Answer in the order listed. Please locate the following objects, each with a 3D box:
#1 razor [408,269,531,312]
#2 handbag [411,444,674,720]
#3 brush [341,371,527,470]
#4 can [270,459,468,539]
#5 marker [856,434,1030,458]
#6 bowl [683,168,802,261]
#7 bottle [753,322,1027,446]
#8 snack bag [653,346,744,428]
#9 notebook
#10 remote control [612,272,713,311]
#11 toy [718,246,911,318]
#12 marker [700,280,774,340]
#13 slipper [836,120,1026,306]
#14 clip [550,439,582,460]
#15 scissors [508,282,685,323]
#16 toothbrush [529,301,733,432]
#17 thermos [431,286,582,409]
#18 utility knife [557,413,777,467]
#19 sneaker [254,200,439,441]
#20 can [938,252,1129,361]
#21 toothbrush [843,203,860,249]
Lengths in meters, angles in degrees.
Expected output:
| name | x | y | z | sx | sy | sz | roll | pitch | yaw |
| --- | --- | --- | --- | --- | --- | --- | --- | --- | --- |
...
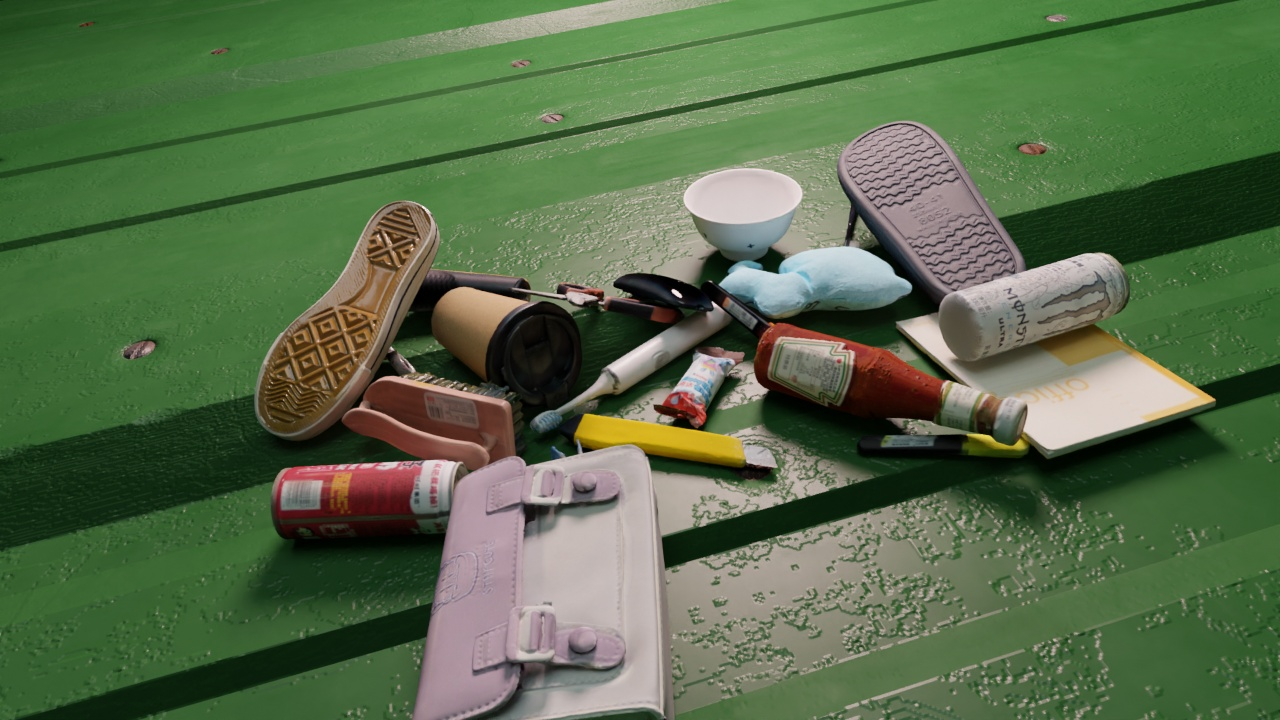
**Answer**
| name | x | y | z | sx | sy | sz | roll | pitch | yaw |
| --- | --- | --- | --- | --- | --- | --- | --- | --- | --- |
| razor | -0.192 | -0.069 | 0.904 | 0.167 | 0.062 | 0.067 | 2 | 6 | 3 |
| handbag | -0.056 | 0.149 | 0.558 | 0.145 | 0.098 | 0.196 | -10 | 36 | 5 |
| brush | -0.164 | 0.048 | 0.729 | 0.146 | 0.063 | 0.072 | 12 | 30 | 24 |
| can | -0.194 | 0.102 | 0.670 | 0.133 | 0.053 | 0.053 | -3 | 37 | 5 |
| marker | 0.226 | 0.064 | 0.688 | 0.124 | 0.015 | 0.018 | 0 | 36 | 10 |
| bowl | 0.104 | -0.140 | 0.934 | 0.118 | 0.065 | 0.118 | -4 | 37 | 3 |
| bottle | 0.188 | 0.020 | 0.708 | 0.206 | 0.060 | 0.059 | 17 | 43 | 32 |
| snack bag | 0.049 | 0.020 | 0.763 | 0.045 | 0.026 | 0.105 | 9 | 37 | 24 |
| notebook | 0.325 | 0.001 | 0.745 | 0.145 | 0.010 | 0.206 | -14 | 32 | -11 |
| remote control | 0.020 | -0.066 | 0.845 | 0.053 | 0.024 | 0.136 | 8 | 8 | -31 |
| toy | 0.163 | -0.074 | 0.849 | 0.155 | 0.050 | 0.161 | -31 | 39 | -34 |
| marker | 0.101 | -0.033 | 0.808 | 0.124 | 0.018 | 0.015 | 39 | 26 | 24 |
| slipper | 0.273 | -0.127 | 0.888 | 0.111 | 0.083 | 0.267 | -20 | 50 | 1 |
| clip | -0.046 | 0.085 | 0.694 | 0.044 | 0.027 | 0.058 | -15 | 37 | -23 |
| scissors | -0.040 | -0.053 | 0.798 | 0.224 | 0.015 | 0.189 | 9 | 7 | -34 |
| toothbrush | -0.005 | 0.005 | 0.791 | 0.220 | 0.027 | 0.026 | -32 | 30 | -29 |
| thermos | -0.119 | -0.017 | 0.794 | 0.092 | 0.093 | 0.143 | -32 | 35 | -30 |
| utility knife | 0.020 | 0.066 | 0.716 | 0.178 | 0.015 | 0.033 | 8 | 45 | 16 |
| sneaker | -0.248 | -0.028 | 0.820 | 0.118 | 0.088 | 0.240 | 21 | 69 | 12 |
| can | 0.322 | -0.045 | 0.752 | 0.146 | 0.058 | 0.058 | -16 | 38 | -13 |
| toothbrush | 0.231 | -0.160 | 0.981 | 0.018 | 0.016 | 0.180 | 9 | 40 | 10 |
